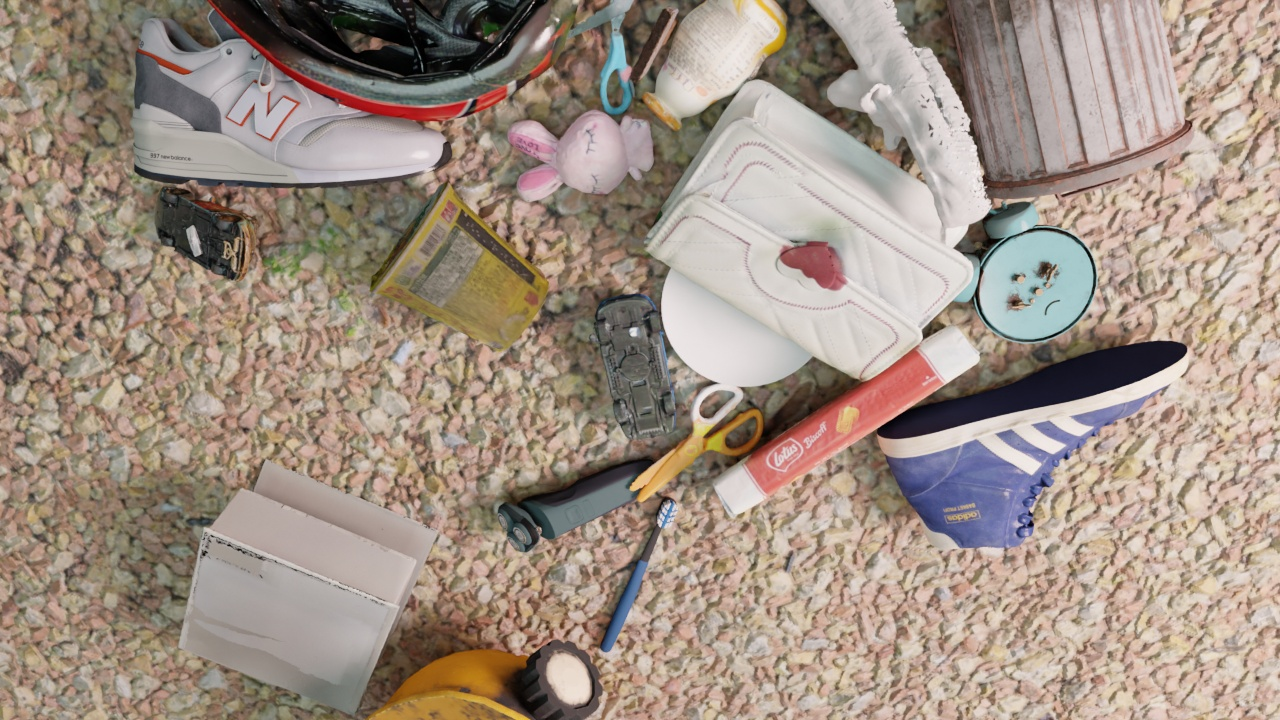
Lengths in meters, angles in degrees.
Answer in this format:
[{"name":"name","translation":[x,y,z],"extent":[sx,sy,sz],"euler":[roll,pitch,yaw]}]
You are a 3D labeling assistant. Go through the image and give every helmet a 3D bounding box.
[{"name":"helmet","translation":[-0.135,0.326,0.802],"extent":[0.205,0.131,0.256],"euler":[39,120,-12]},{"name":"helmet","translation":[-0.156,-0.265,0.573],"extent":[0.272,0.167,0.217],"euler":[39,91,2]}]

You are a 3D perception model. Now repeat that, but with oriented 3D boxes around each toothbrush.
[{"name":"toothbrush","translation":[-0.003,0.193,0.813],"extent":[0.014,0.014,0.168],"euler":[17,109,-15]}]

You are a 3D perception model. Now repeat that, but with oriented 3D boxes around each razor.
[{"name":"razor","translation":[-0.050,0.119,0.776],"extent":[0.143,0.052,0.047],"euler":[-23,105,0]}]

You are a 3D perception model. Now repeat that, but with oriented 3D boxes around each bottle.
[{"name":"bottle","translation":[0.050,-0.212,0.642],"extent":[0.063,0.063,0.109],"euler":[42,105,-11]}]

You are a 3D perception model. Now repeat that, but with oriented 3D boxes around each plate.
[{"name":"plate","translation":[0.084,-0.044,0.726],"extent":[0.134,0.011,0.135],"euler":[1,109,2]}]

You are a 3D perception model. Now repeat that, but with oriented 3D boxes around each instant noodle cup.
[{"name":"instant noodle cup","translation":[-0.132,-0.064,0.692],"extent":[0.108,0.102,0.102],"euler":[36,107,-20]}]

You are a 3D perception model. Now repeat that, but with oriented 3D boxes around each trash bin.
[{"name":"trash bin","translation":[0.271,-0.211,0.598],"extent":[0.131,0.130,0.211],"euler":[-18,106,9]}]

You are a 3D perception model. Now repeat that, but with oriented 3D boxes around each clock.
[{"name":"clock","translation":[0.278,-0.068,0.687],"extent":[0.124,0.053,0.090],"euler":[36,106,-10]}]

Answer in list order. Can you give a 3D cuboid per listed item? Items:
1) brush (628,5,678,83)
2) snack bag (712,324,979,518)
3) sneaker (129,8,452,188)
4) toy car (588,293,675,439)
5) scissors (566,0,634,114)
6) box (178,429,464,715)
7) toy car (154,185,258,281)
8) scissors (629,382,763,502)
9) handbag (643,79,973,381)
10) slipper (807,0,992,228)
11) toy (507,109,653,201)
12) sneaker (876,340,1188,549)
[{"name":"brush","translation":[0.015,-0.214,0.601],"extent":[0.008,0.142,0.045],"euler":[28,116,-5]},{"name":"snack bag","translation":[0.159,0.048,0.722],"extent":[0.225,0.077,0.041],"euler":[-34,82,14]},{"name":"sneaker","translation":[-0.258,-0.191,0.650],"extent":[0.240,0.088,0.124],"euler":[0,112,6]},{"name":"toy car","translation":[-0.004,0.004,0.730],"extent":[0.056,0.043,0.120],"euler":[-10,110,6]},{"name":"scissors","translation":[-0.003,-0.237,0.633],"extent":[0.015,0.135,0.135],"euler":[36,67,20]},{"name":"box","translation":[-0.284,0.156,0.923],"extent":[0.169,0.403,0.172],"euler":[24,109,-7]},{"name":"toy car","translation":[-0.326,-0.098,0.709],"extent":[0.112,0.047,0.047],"euler":[26,110,24]},{"name":"scissors","translation":[0.038,0.069,0.754],"extent":[0.130,0.013,0.070],"euler":[-34,102,-1]},{"name":"handbag","translation":[0.115,-0.082,0.648],"extent":[0.198,0.096,0.142],"euler":[29,127,-9]},{"name":"slipper","translation":[0.156,-0.196,0.604],"extent":[0.075,0.112,0.246],"euler":[-33,82,33]},{"name":"toy","translation":[-0.045,-0.150,0.676],"extent":[0.110,0.047,0.064],"euler":[-3,127,18]},{"name":"sneaker","translation":[0.316,0.078,0.716],"extent":[0.233,0.091,0.118],"euler":[-18,103,9]}]
